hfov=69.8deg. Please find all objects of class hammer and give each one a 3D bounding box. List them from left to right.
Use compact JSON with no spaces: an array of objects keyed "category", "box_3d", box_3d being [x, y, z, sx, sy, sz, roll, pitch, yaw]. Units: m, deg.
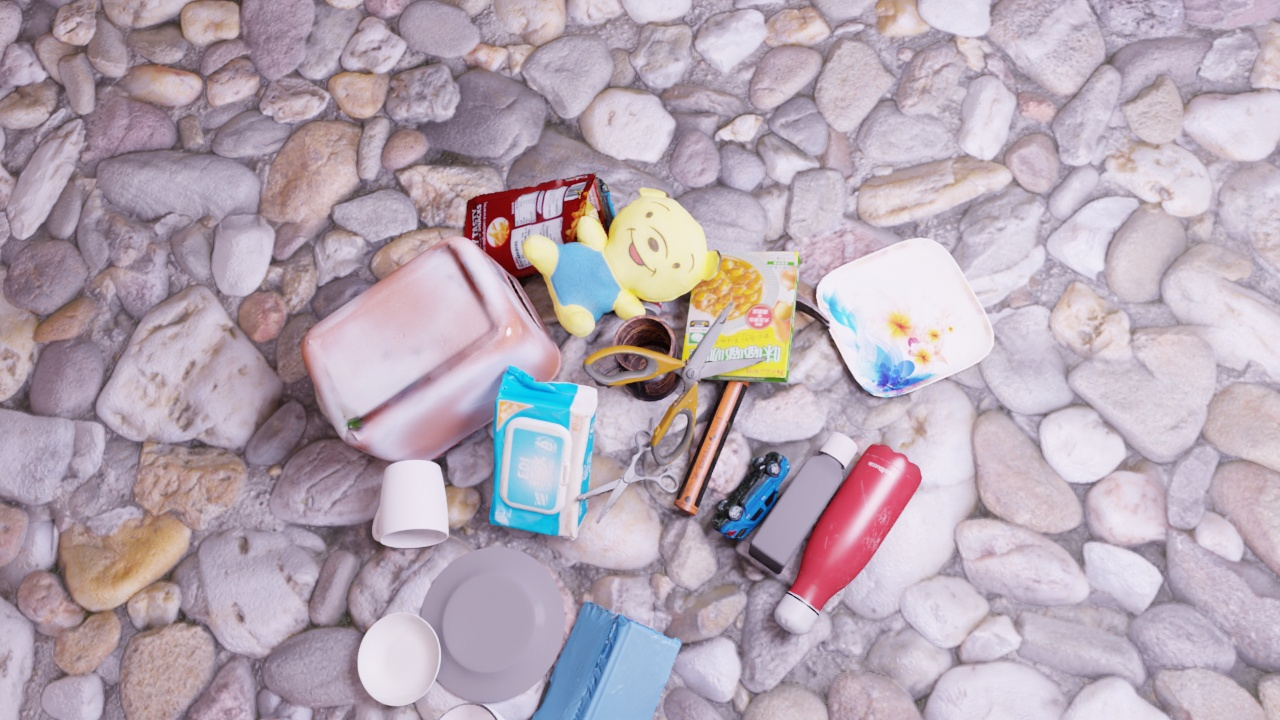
[{"category":"hammer","box_3d":[0.126,0.046,1.138,0.138,0.035,0.314,19,76,20]}]

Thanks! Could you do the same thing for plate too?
[{"category":"plate","box_3d":[-0.279,0.350,1.078,0.104,0.026,0.104,-4,73,12]},{"category":"plate","box_3d":[-0.178,0.310,1.087,0.178,0.012,0.178,-3,71,8]},{"category":"plate","box_3d":[0.333,-0.054,1.165,0.187,0.016,0.187,-22,70,-2]}]

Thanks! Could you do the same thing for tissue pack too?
[{"category":"tissue pack","box_3d":[-0.115,0.111,1.078,0.117,0.066,0.210,11,113,6]}]

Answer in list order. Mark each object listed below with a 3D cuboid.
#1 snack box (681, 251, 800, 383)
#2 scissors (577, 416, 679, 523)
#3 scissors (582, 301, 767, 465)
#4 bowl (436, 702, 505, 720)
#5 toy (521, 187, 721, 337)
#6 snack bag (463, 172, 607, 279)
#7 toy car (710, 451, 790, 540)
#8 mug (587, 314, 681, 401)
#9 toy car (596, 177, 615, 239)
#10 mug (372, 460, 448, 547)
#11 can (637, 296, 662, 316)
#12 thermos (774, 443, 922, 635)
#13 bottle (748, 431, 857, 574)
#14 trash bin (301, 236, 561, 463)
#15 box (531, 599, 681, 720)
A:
[{"category":"snack box","box_3d":[0.125,-0.057,1.142,0.132,0.027,0.167,3,71,17]},{"category":"scissors","box_3d":[-0.018,0.129,1.103,0.141,0.014,0.146,6,59,-29]},{"category":"scissors","box_3d":[0.035,0.022,1.068,0.229,0.016,0.226,16,111,-24]},{"category":"bowl","box_3d":[-0.179,0.441,1.004,0.116,0.065,0.116,-16,52,22]},{"category":"toy","box_3d":[-0.021,-0.123,1.130,0.214,0.084,0.149,-26,92,-2]},{"category":"snack bag","box_3d":[-0.151,-0.175,1.220,0.208,0.066,0.138,-8,75,20]},{"category":"toy car","box_3d":[0.134,0.162,1.093,0.043,0.056,0.120,40,84,-9]},{"category":"mug","box_3d":[-0.007,0.007,1.129,0.115,0.107,0.080,-31,71,-6]},{"category":"toy car","box_3d":[-0.055,-0.196,1.240,0.048,0.032,0.105,-21,77,15]},{"category":"mug","box_3d":[-0.289,0.180,1.122,0.114,0.081,0.087,-24,60,30]},{"category":"can","box_3d":[0.005,-0.106,1.196,0.054,0.054,0.096,5,72,7]},{"category":"thermos","box_3d":[0.233,0.208,1.055,0.073,0.073,0.239,34,78,15]},{"category":"bottle","box_3d":[0.193,0.162,1.070,0.046,0.084,0.173,33,76,15]},{"category":"trash bin","box_3d":[-0.257,-0.007,1.116,0.260,0.157,0.181,-33,70,4]},{"category":"box","box_3d":[-0.057,0.401,1.040,0.112,0.094,0.231,4,66,54]}]
